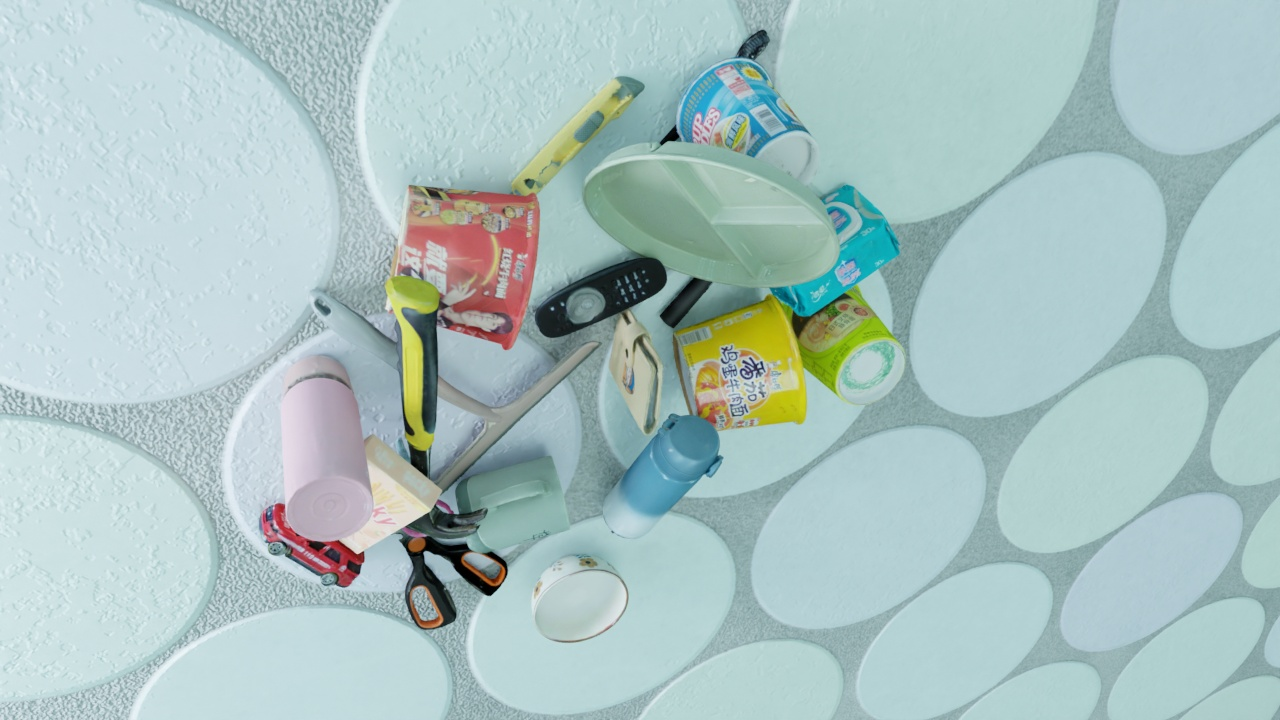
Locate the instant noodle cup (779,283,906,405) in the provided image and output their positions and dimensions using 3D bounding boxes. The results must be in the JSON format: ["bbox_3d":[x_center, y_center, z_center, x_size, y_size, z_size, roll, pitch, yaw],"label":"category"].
[{"bbox_3d":[0.215,-0.018,0.966,0.111,0.123,0.112,-10,124,-16],"label":"instant noodle cup"}]

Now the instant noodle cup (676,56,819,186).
[{"bbox_3d":[0.099,-0.195,0.801,0.099,0.110,0.099,-18,139,-17],"label":"instant noodle cup"}]

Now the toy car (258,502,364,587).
[{"bbox_3d":[-0.330,0.184,0.926,0.045,0.053,0.120,-41,129,5],"label":"toy car"}]

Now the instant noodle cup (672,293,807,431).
[{"bbox_3d":[0.097,0.011,0.938,0.110,0.138,0.138,-14,125,-3],"label":"instant noodle cup"}]

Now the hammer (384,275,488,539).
[{"bbox_3d":[-0.192,0.057,0.811,0.126,0.031,0.324,20,136,7],"label":"hammer"}]

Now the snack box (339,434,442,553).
[{"bbox_3d":[-0.262,0.130,0.869,0.084,0.026,0.158,43,135,-16],"label":"snack box"}]

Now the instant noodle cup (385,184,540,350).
[{"bbox_3d":[-0.153,-0.083,0.776,0.108,0.137,0.138,9,117,-17],"label":"instant noodle cup"}]

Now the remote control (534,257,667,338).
[{"bbox_3d":[-0.040,-0.064,0.896,0.136,0.024,0.053,-24,134,-2],"label":"remote control"}]

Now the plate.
[{"bbox_3d":[0.061,-0.124,0.800,0.230,0.231,0.027,28,70,-33],"label":"plate"}]

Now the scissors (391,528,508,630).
[{"bbox_3d":[-0.226,0.200,1.002,0.189,0.021,0.230,-7,118,-23],"label":"scissors"}]

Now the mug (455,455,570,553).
[{"bbox_3d":[-0.133,0.148,0.948,0.106,0.082,0.112,-13,164,-10],"label":"mug"}]

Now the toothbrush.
[{"bbox_3d":[0.049,-0.224,0.835,0.189,0.017,0.014,-46,132,13],"label":"toothbrush"}]

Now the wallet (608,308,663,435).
[{"bbox_3d":[-0.005,0.005,0.898,0.024,0.115,0.087,-1,122,-19],"label":"wallet"}]

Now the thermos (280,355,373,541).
[{"bbox_3d":[-0.272,0.074,0.785,0.067,0.198,0.087,-6,121,-21],"label":"thermos"}]

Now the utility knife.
[{"bbox_3d":[-0.063,-0.192,0.815,0.166,0.018,0.031,-41,121,13],"label":"utility knife"}]

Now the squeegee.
[{"bbox_3d":[-0.205,0.011,0.865,0.248,0.040,0.249,-43,123,17],"label":"squeegee"}]

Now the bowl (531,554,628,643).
[{"bbox_3d":[-0.077,0.269,1.074,0.113,0.062,0.114,-10,123,-16],"label":"bowl"}]

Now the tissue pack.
[{"bbox_3d":[0.180,-0.109,0.913,0.133,0.093,0.050,-35,131,2],"label":"tissue pack"}]

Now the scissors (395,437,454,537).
[{"bbox_3d":[-0.228,0.130,0.936,0.056,0.017,0.133,-15,125,-9],"label":"scissors"}]

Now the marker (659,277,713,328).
[{"bbox_3d":[0.068,-0.087,0.928,0.022,0.020,0.132,37,103,-18],"label":"marker"}]

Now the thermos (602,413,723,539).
[{"bbox_3d":[0.020,0.124,0.952,0.070,0.070,0.221,-2,154,-21],"label":"thermos"}]
